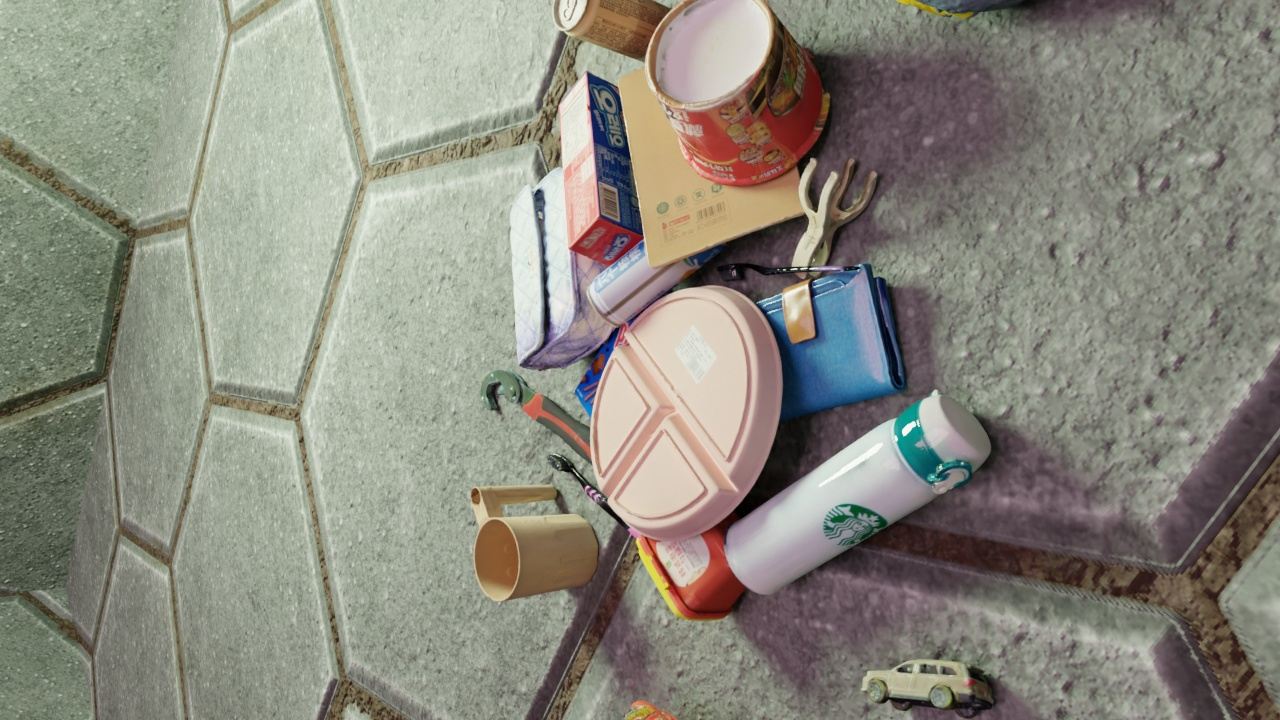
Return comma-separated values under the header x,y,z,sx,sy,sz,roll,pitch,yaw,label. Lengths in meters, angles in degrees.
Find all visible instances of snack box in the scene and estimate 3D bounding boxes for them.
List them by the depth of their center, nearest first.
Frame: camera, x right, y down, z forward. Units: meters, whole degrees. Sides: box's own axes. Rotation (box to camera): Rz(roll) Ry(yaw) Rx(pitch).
x,y,z,sx,sy,sz,roll,pitch,yaw,label
0.054,0.170,0.800,0.080,0.082,0.091,-49,53,21,snack box
-0.040,-0.194,0.910,0.058,0.057,0.207,-40,44,40,snack box
-0.005,0.005,0.914,0.157,0.026,0.084,-57,49,29,snack box

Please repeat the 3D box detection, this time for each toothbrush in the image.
x,y,z,sx,sy,sz,roll,pitch,yaw,label
0.118,-0.074,0.766,0.189,0.014,0.017,10,105,61,toothbrush
-0.042,0.146,0.953,0.189,0.017,0.014,36,111,42,toothbrush

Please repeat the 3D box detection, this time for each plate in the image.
x,y,z,sx,sy,sz,roll,pitch,yaw,label
0.028,0.041,0.799,0.230,0.028,0.229,-25,55,43,plate

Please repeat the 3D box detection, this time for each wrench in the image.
x,y,z,sx,sy,sz,roll,pitch,yaw,label
-0.104,0.065,1.026,0.274,0.016,0.056,24,105,46,wrench

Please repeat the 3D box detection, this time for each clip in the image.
x,y,z,sx,sy,sz,roll,pitch,yaw,label
0.141,-0.118,0.733,0.103,0.092,0.035,-56,50,15,clip

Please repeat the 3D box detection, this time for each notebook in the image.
x,y,z,sx,sy,sz,roll,pitch,yaw,label
0.058,-0.196,0.817,0.148,0.008,0.207,-18,66,22,notebook

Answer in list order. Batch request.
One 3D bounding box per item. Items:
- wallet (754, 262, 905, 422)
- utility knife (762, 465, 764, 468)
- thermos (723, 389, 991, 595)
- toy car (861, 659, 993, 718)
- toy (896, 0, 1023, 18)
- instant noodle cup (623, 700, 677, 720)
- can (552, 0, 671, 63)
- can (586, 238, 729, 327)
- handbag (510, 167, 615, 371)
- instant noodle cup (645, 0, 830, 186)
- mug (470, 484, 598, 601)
x,y,z,sx,sy,sz,roll,pitch,yaw,label
0.144,-0.012,0.744,0.133,0.040,0.106,-19,78,45,wallet
0.039,0.112,0.864,0.199,0.018,0.034,-21,84,45,utility knife
0.160,0.105,0.693,0.225,0.073,0.073,-43,57,37,thermos
0.203,0.234,0.657,0.091,0.042,0.035,-15,54,41,toy car
0.227,-0.314,0.644,0.138,0.091,0.356,-45,52,2,toy
0.054,0.399,0.782,0.189,0.079,0.164,23,104,48,instant noodle cup
-0.023,-0.331,0.891,0.059,0.116,0.058,-5,84,47,can
0.015,-0.088,0.852,0.135,0.053,0.053,-37,60,21,can
-0.088,-0.098,0.963,0.134,0.075,0.193,-33,56,51,handbag
0.072,-0.226,0.750,0.138,0.108,0.137,-8,71,25,instant noodle cup
-0.116,0.187,0.966,0.084,0.103,0.124,-47,55,35,mug
